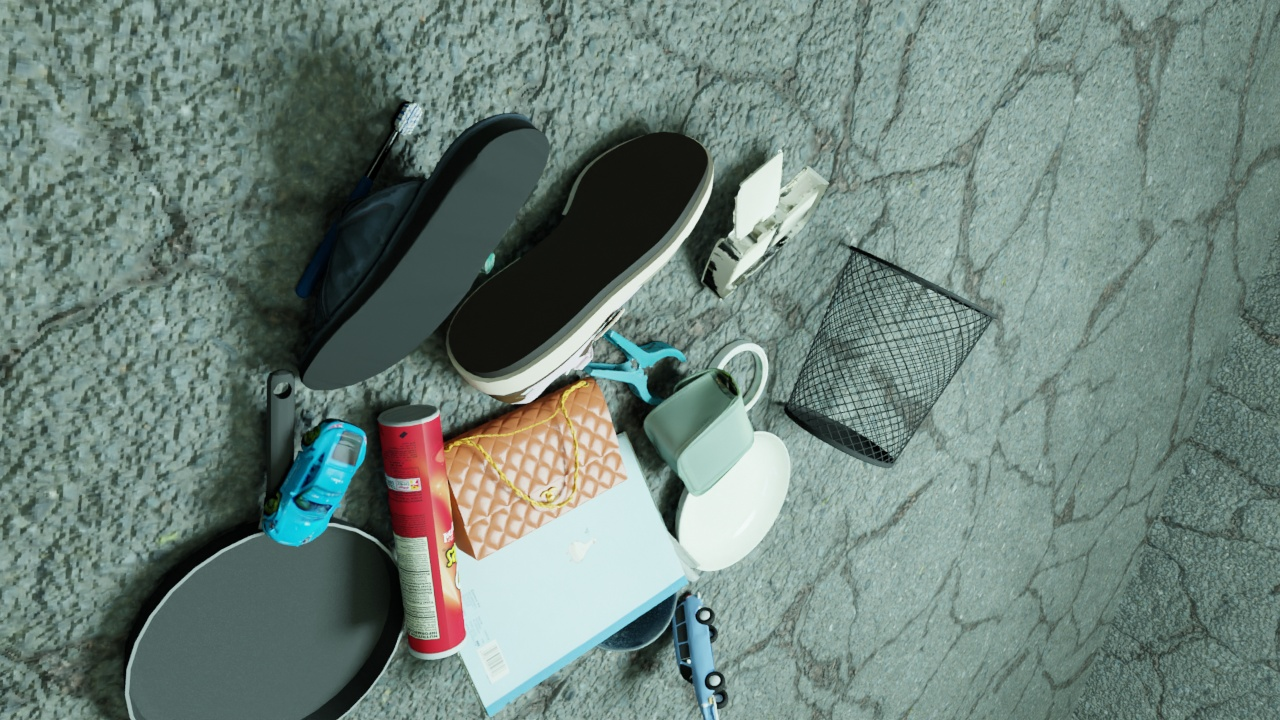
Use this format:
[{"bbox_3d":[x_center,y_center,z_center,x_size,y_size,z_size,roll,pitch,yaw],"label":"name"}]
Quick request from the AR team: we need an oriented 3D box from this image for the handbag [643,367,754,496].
[{"bbox_3d":[0.066,0.074,0.972,0.106,0.067,0.122,-40,148,-7],"label":"handbag"}]

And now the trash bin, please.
[{"bbox_3d":[0.281,0.000,1.079,0.183,0.184,0.210,15,105,-45],"label":"trash bin"}]

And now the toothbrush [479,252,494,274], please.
[{"bbox_3d":[-0.114,-0.136,0.759,0.022,0.017,0.135,7,106,-41],"label":"toothbrush"}]

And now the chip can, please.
[{"bbox_3d":[-0.185,0.147,0.784,0.051,0.052,0.215,-15,109,-37],"label":"chip can"}]

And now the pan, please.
[{"bbox_3d":[-0.293,0.169,0.737,0.224,0.034,0.357,-9,116,-39],"label":"pan"}]

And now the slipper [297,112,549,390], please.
[{"bbox_3d":[-0.175,-0.089,0.673,0.266,0.083,0.108,-49,162,24],"label":"slipper"}]

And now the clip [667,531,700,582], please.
[{"bbox_3d":[0.017,0.221,1.023,0.059,0.052,0.102,-41,107,3],"label":"clip"}]

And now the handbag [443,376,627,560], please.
[{"bbox_3d":[-0.100,0.096,0.853,0.171,0.060,0.109,-25,109,-31],"label":"handbag"}]

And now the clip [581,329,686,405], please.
[{"bbox_3d":[-0.011,0.022,0.928,0.130,0.030,0.120,-3,117,-42],"label":"clip"}]

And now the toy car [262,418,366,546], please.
[{"bbox_3d":[-0.244,0.095,0.696,0.048,0.032,0.105,31,89,-48],"label":"toy car"}]

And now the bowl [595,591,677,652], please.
[{"bbox_3d":[-0.034,0.244,0.979,0.136,0.137,0.057,-26,168,-31],"label":"bowl"}]

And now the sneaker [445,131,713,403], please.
[{"bbox_3d":[-0.036,-0.071,0.816,0.293,0.112,0.116,-50,157,-13],"label":"sneaker"}]

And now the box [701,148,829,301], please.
[{"bbox_3d":[0.126,-0.149,0.898,0.143,0.044,0.185,-42,169,-21],"label":"box"}]

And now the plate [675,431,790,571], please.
[{"bbox_3d":[0.104,0.162,1.093,0.181,0.034,0.182,-20,123,-34],"label":"plate"}]

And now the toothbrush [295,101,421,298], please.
[{"bbox_3d":[-0.211,-0.119,0.683,0.014,0.014,0.167,31,88,-51],"label":"toothbrush"}]

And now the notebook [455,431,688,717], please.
[{"bbox_3d":[-0.080,0.203,0.906,0.252,0.009,0.181,-25,96,-31],"label":"notebook"}]

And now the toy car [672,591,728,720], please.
[{"bbox_3d":[0.069,0.355,1.093,0.055,0.153,0.056,-9,134,2],"label":"toy car"}]

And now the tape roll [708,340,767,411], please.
[{"bbox_3d":[0.108,0.022,1.042,0.092,0.013,0.093,-20,124,-34],"label":"tape roll"}]
